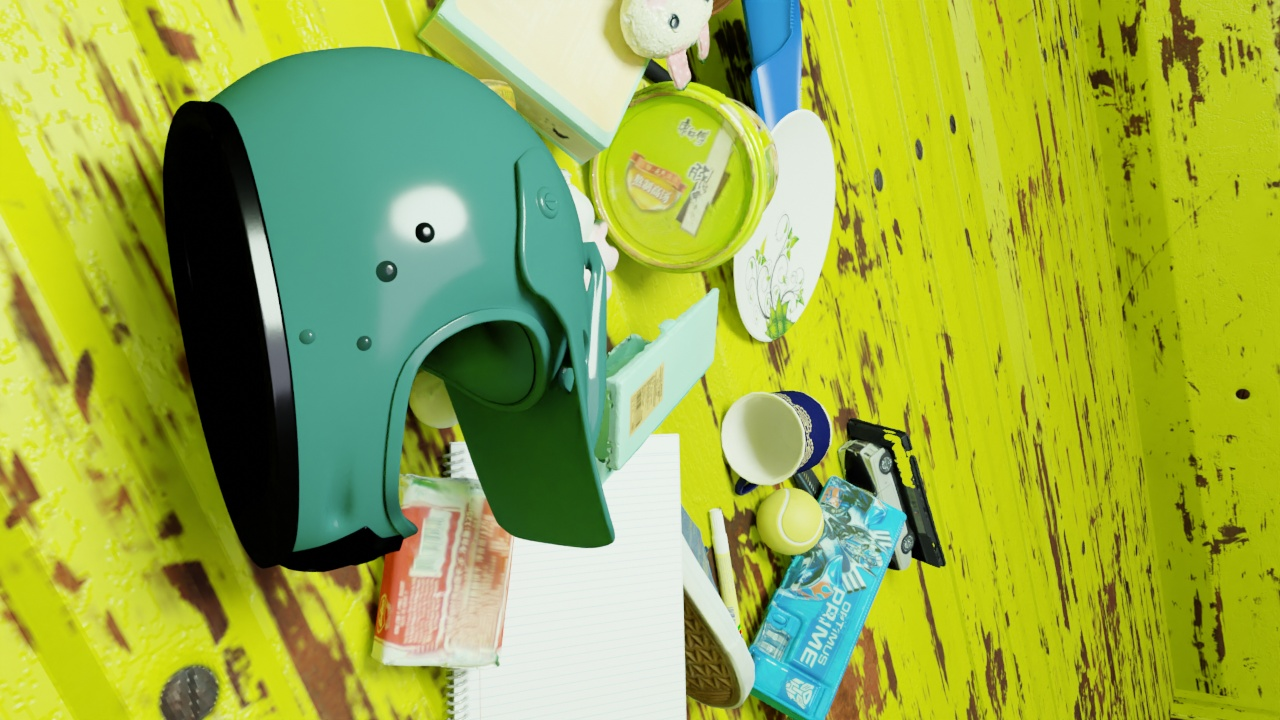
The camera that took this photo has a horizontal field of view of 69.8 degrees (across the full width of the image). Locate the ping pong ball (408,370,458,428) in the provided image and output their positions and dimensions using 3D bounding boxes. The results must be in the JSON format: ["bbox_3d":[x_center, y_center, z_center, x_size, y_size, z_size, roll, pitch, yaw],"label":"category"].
[{"bbox_3d":[-0.126,0.023,0.579,0.040,0.040,0.040,6,82,-52],"label":"ping pong ball"}]

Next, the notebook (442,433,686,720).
[{"bbox_3d":[-0.048,0.177,0.634,0.177,0.013,0.245,0,87,-28],"label":"notebook"}]

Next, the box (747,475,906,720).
[{"bbox_3d":[0.178,0.253,0.941,0.242,0.094,0.115,-56,169,-32],"label":"box"}]

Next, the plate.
[{"bbox_3d":[0.136,-0.134,0.918,0.228,0.030,0.230,-31,128,-50],"label":"plate"}]

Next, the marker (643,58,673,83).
[{"bbox_3d":[0.000,-0.257,0.782,0.133,0.018,0.015,19,52,-50],"label":"marker"}]

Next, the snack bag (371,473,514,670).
[{"bbox_3d":[-0.119,0.129,0.566,0.077,0.036,0.115,11,79,-29],"label":"snack bag"}]

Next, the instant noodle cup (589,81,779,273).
[{"bbox_3d":[0.042,-0.148,0.735,0.097,0.146,0.146,-35,115,-59],"label":"instant noodle cup"}]

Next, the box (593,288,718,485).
[{"bbox_3d":[-0.003,0.002,0.657,0.187,0.077,0.093,-41,154,-57],"label":"box"}]

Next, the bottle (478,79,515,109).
[{"bbox_3d":[-0.099,-0.070,0.599,0.067,0.068,0.210,-18,101,-51],"label":"bottle"}]

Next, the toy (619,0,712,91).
[{"bbox_3d":[0.016,-0.250,0.651,0.087,0.050,0.112,-46,115,-34],"label":"toy"}]

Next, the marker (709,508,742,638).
[{"bbox_3d":[0.079,0.202,0.852,0.014,0.014,0.132,-19,102,-51],"label":"marker"}]

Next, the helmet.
[{"bbox_3d":[-0.113,-0.020,0.475,0.199,0.177,0.274,-10,89,-38],"label":"helmet"}]

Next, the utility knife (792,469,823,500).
[{"bbox_3d":[0.185,0.139,0.989,0.172,0.020,0.028,57,46,-34],"label":"utility knife"}]

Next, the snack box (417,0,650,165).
[{"bbox_3d":[-0.052,-0.259,0.657,0.141,0.044,0.193,35,61,-25],"label":"snack box"}]

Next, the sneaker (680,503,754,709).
[{"bbox_3d":[0.037,0.182,0.747,0.079,0.088,0.235,-52,123,-47],"label":"sneaker"}]

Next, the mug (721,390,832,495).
[{"bbox_3d":[0.132,0.081,0.885,0.089,0.086,0.112,-4,126,-55],"label":"mug"}]

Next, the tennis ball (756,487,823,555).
[{"bbox_3d":[0.147,0.158,0.900,0.065,0.065,0.065,6,82,-52],"label":"tennis ball"}]

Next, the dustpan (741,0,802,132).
[{"bbox_3d":[0.122,-0.346,0.868,0.245,0.059,0.257,33,49,-76],"label":"dustpan"}]

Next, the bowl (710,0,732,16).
[{"bbox_3d":[0.020,-0.356,0.761,0.147,0.069,0.147,-6,111,-16],"label":"bowl"}]

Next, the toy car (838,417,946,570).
[{"bbox_3d":[0.282,0.170,1.073,0.071,0.094,0.192,-31,113,-26],"label":"toy car"}]

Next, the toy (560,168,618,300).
[{"bbox_3d":[-0.052,-0.084,0.685,0.109,0.041,0.095,36,60,-52],"label":"toy"}]
